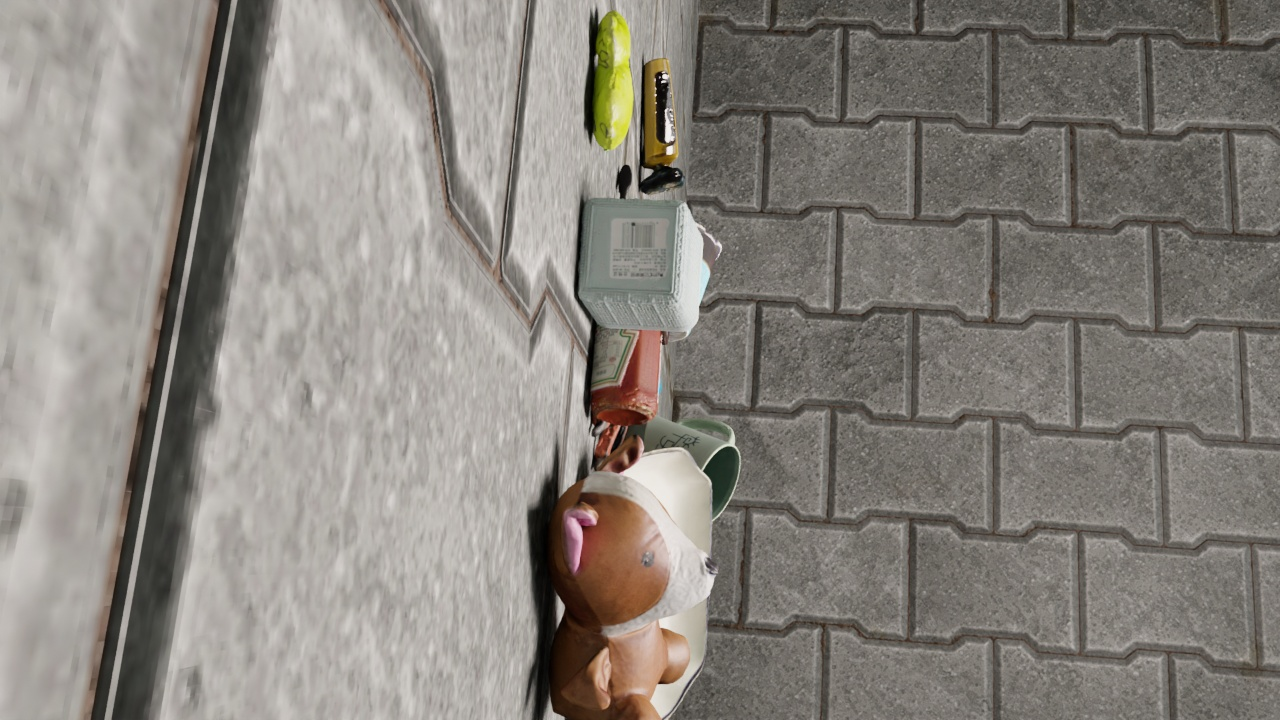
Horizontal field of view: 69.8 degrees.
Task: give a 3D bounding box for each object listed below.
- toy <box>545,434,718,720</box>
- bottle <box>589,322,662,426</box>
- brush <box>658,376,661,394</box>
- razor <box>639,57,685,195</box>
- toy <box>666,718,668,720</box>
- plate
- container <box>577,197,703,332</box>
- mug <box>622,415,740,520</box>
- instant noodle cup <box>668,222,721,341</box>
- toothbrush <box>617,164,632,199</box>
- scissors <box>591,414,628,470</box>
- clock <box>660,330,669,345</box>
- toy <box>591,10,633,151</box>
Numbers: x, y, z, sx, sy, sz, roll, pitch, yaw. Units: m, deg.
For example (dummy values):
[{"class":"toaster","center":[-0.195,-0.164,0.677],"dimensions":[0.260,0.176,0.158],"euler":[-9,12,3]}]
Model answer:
[{"class":"toy","center":[-0.010,0.160,0.621],"dimensions":[0.140,0.130,0.200],"euler":[-57,141,-70]},{"class":"bottle","center":[-0.008,-0.045,0.814],"dimensions":[0.060,0.060,0.205],"euler":[84,10,-67]},{"class":"brush","center":[0.002,0.052,1.060],"dimensions":[0.254,0.046,0.083],"euler":[-52,141,-73]},{"class":"razor","center":[0.026,-0.289,1.143],"dimensions":[0.067,0.062,0.168],"euler":[-141,-137,-58]},{"class":"toy","center":[-0.019,0.328,0.900],"dimensions":[0.226,0.082,0.143],"euler":[76,20,-58]},{"class":"plate","center":[-0.004,0.203,0.806],"dimensions":[0.161,0.034,0.266],"euler":[-10,107,-42]},{"class":"container","center":[0.000,-0.075,0.719],"dimensions":[0.111,0.090,0.090],"euler":[37,57,-81]},{"class":"mug","center":[0.040,0.096,0.910],"dimensions":[0.111,0.106,0.082],"euler":[-45,138,-32]},{"class":"instant noodle cup","center":[0.030,-0.091,1.088],"dimensions":[0.111,0.111,0.120],"euler":[83,20,-68]},{"class":"toothbrush","center":[-0.023,-0.112,0.879],"dimensions":[0.017,0.014,0.188],"euler":[111,-13,-61]},{"class":"scissors","center":[-0.007,-0.003,0.879],"dimensions":[0.198,0.015,0.205],"euler":[-21,122,-72]},{"class":"clock","center":[0.004,-0.066,0.985],"dimensions":[0.082,0.055,0.122],"euler":[-73,164,-66]},{"class":"toy","center":[-0.021,-0.211,0.699],"dimensions":[0.096,0.031,0.100],"euler":[-83,174,-63]}]
